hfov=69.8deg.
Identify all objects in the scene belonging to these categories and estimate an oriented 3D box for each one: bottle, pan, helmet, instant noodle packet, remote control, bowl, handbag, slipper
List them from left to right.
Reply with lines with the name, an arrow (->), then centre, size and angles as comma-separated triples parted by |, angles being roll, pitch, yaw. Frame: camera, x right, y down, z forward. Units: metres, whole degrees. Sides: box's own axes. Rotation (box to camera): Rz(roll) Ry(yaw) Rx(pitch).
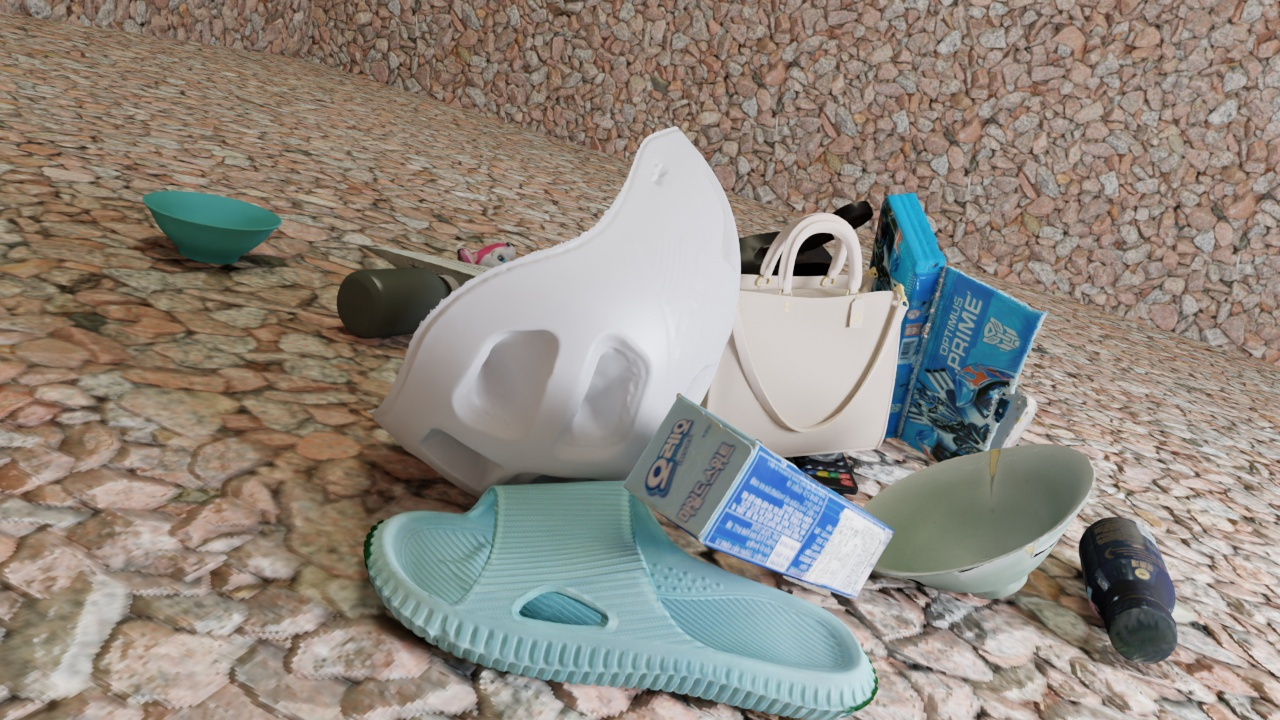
bowl -> -0.412, -0.123, 0.881 | 0.121, 0.046, 0.121 | 14, 17, -5
bottle -> -0.212, -0.053, 0.819 | 0.060, 0.060, 0.108 | 25, 20, 28
instant noodle packet -> -0.149, -0.069, 0.950 | 0.269, 0.057, 0.146 | 17, -1, 14
helmet -> -0.038, -0.032, 0.603 | 0.184, 0.225, 0.281 | 34, 46, -18
slipper -> -0.004, 0.116, 0.471 | 0.276, 0.070, 0.115 | 15, 20, -5
pan -> 0.121, -0.102, 0.944 | 0.248, 0.043, 0.357 | -11, -8, -24
handbag -> 0.124, -0.023, 0.747 | 0.194, 0.198, 0.101 | -2, 26, -21
remote control -> 0.152, 0.078, 0.802 | 0.045, 0.021, 0.140 | 7, 22, -4
bowl -> 0.237, 0.125, 0.635 | 0.174, 0.068, 0.174 | -24, 8, 4
bottle -> 0.349, 0.161, 0.657 | 0.056, 0.056, 0.160 | 21, 18, 17

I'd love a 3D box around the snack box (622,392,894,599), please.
snack box -> 0.077, 0.085, 0.514 | 0.059, 0.059, 0.226 | 30, -2, 37

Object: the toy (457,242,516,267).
toy -> -0.163, -0.118, 1.092 | 0.102, 0.050, 0.065 | 21, 13, -2

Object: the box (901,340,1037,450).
box -> 0.320, 0.054, 0.943 | 0.107, 0.095, 0.216 | 36, 4, -32

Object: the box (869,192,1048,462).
box -> 0.247, -0.005, 0.817 | 0.063, 0.244, 0.174 | -24, 53, -15
